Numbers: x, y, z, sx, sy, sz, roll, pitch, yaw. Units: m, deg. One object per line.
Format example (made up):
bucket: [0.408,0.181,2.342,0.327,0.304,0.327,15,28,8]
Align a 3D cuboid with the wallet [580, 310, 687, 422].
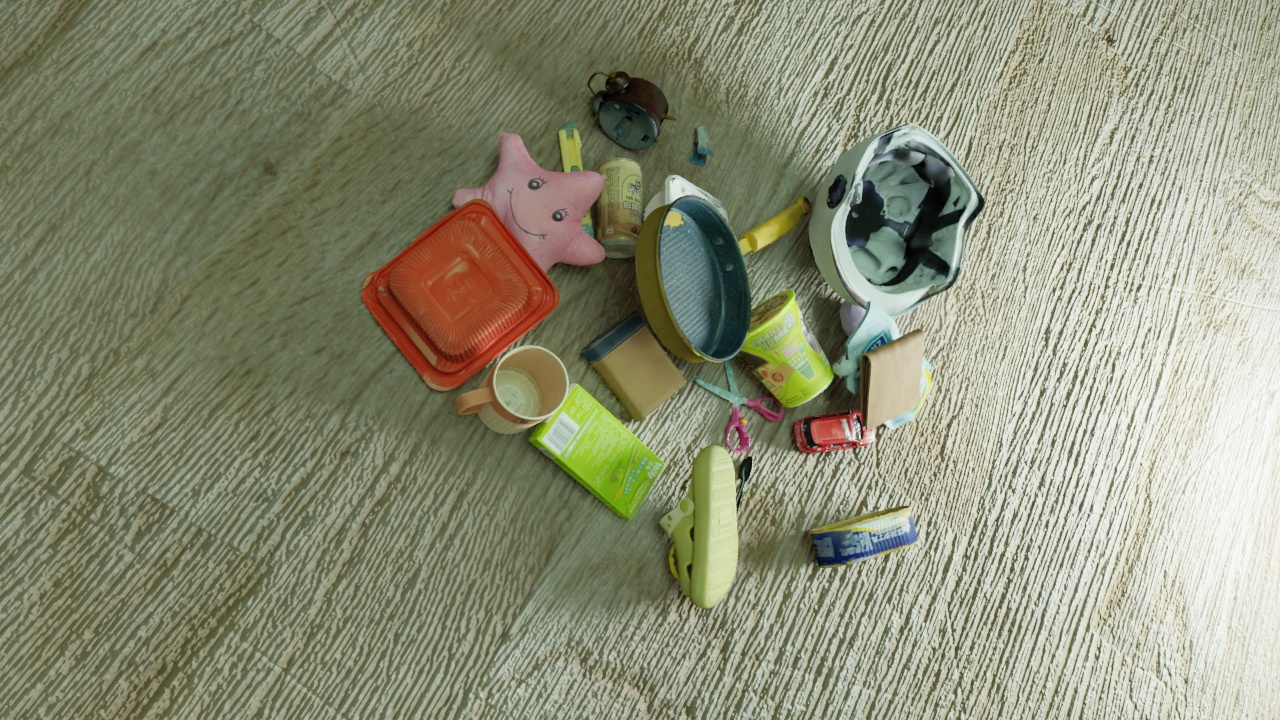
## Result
wallet: [-0.007,0.007,1.135,0.090,0.033,0.115,-40,94,-24]

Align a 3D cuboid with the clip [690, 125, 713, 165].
clip: [0.085,-0.299,1.263,0.027,0.045,0.058,12,62,-17]

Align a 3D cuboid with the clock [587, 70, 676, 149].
clock: [-0.017,-0.329,1.193,0.122,0.082,0.055,34,61,-12]

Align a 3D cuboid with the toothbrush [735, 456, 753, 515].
toothbrush: [0.109,0.207,1.141,0.014,0.018,0.189,24,71,-15]

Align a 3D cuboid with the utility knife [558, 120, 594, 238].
utility knife: [-0.080,-0.221,1.178,0.031,0.020,0.188,-7,83,-18]

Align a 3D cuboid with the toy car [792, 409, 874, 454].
toy car: [0.261,0.095,1.217,0.120,0.045,0.053,-5,79,-26]

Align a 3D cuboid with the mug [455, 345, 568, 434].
mug: [-0.150,0.039,1.022,0.114,0.106,0.081,-14,81,-25]

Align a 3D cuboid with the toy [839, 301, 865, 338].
toy: [0.315,-0.037,1.277,0.083,0.039,0.108,-12,75,-29]

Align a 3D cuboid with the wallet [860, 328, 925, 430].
wallet: [0.327,0.025,1.191,0.101,0.020,0.115,-21,123,-26]

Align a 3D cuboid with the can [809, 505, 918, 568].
can: [0.288,0.225,1.176,0.148,0.075,0.049,-10,82,-25]

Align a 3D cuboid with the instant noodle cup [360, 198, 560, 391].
instant noodle cup: [-0.204,-0.077,1.030,0.188,0.079,0.164,-41,92,-8]

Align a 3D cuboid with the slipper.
slipper: [0.069,0.195,1.094,0.091,0.082,0.190,9,83,-57]

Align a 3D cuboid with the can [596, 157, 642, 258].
can: [-0.027,-0.193,1.164,0.058,0.059,0.116,6,74,-22]

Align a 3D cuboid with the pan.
pan: [0.117,-0.131,1.127,0.356,0.078,0.198,-43,116,-50]

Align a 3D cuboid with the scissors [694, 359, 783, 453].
scissors: [0.132,0.054,1.190,0.131,0.017,0.133,-5,74,-22]

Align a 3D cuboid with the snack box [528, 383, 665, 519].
snack box: [-0.048,0.108,1.076,0.156,0.026,0.085,43,65,-20]

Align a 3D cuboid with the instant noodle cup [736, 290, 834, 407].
instant noodle cup: [0.185,-0.009,1.183,0.111,0.112,0.123,-42,102,-27]

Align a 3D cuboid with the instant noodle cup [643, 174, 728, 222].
instant noodle cup: [0.055,-0.132,1.161,0.138,0.060,0.173,18,68,-51]

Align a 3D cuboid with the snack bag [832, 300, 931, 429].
snack bag: [0.324,0.012,1.219,0.110,0.039,0.191,-53,131,0]

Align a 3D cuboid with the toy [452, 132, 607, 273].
toy: [-0.123,-0.188,1.110,0.178,0.075,0.194,-32,92,-11]

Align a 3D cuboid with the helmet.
helmet: [0.323,-0.188,1.258,0.229,0.146,0.258,29,85,-25]
